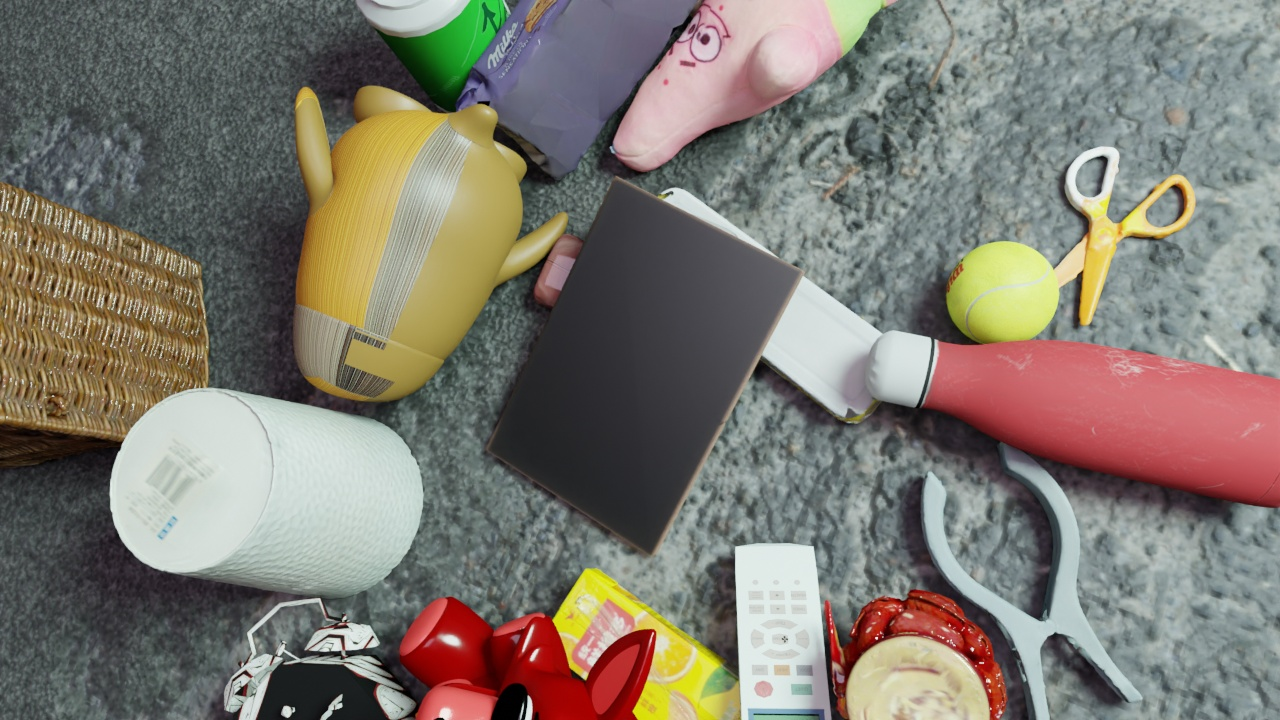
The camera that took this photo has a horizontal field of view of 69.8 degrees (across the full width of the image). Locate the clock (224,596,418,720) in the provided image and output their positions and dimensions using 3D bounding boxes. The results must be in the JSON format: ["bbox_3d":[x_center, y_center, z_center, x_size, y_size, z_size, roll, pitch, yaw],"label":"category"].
[{"bbox_3d":[-0.213,0.230,0.591,0.115,0.065,0.154,-26,76,6],"label":"clock"}]

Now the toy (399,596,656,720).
[{"bbox_3d":[-0.074,0.215,0.501,0.198,0.120,0.158,-16,52,53],"label":"toy"}]

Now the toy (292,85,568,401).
[{"bbox_3d":[-0.166,-0.069,0.632,0.198,0.163,0.203,23,82,-24],"label":"toy"}]

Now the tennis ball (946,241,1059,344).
[{"bbox_3d":[0.225,-0.041,0.571,0.065,0.065,0.065,-3,75,11],"label":"tennis ball"}]

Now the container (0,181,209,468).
[{"bbox_3d":[-0.458,-0.010,0.626,0.183,0.249,0.162,-15,73,18],"label":"container"}]

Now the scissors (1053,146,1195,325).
[{"bbox_3d":[0.291,-0.085,0.596,0.133,0.012,0.097,-42,71,-2],"label":"scissors"}]

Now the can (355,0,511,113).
[{"bbox_3d":[-0.139,-0.242,0.660,0.088,0.140,0.087,-3,75,11],"label":"can"}]

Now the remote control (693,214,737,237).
[{"bbox_3d":[0.013,-0.024,0.614,0.074,0.019,0.151,25,99,18],"label":"remote control"}]

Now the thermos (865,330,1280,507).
[{"bbox_3d":[0.253,0.025,0.536,0.240,0.073,0.073,12,79,10],"label":"thermos"}]

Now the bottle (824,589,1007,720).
[{"bbox_3d":[0.148,0.175,0.508,0.099,0.111,0.099,-1,87,22],"label":"bottle"}]

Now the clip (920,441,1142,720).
[{"bbox_3d":[0.207,0.141,0.550,0.127,0.028,0.167,-20,72,8],"label":"clip"}]

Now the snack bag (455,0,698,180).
[{"bbox_3d":[-0.033,-0.226,0.628,0.206,0.096,0.058,-51,40,17],"label":"snack bag"}]

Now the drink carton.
[{"bbox_3d":[0.006,0.191,0.571,0.134,0.043,0.058,32,85,18],"label":"drink carton"}]

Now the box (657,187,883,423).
[{"bbox_3d":[0.081,-0.041,0.620,0.209,0.033,0.064,39,89,19],"label":"box"}]

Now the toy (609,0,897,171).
[{"bbox_3d":[0.071,-0.222,0.637,0.237,0.097,0.192,-40,40,11],"label":"toy"}]

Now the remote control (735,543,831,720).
[{"bbox_3d":[0.082,0.172,0.541,0.049,0.024,0.143,-1,47,5],"label":"remote control"}]

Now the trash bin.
[{"bbox_3d":[-0.235,0.085,0.586,0.133,0.161,0.133,-3,76,11],"label":"trash bin"}]

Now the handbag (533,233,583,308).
[{"bbox_3d":[-0.013,-0.043,0.646,0.120,0.029,0.055,24,87,12],"label":"handbag"}]

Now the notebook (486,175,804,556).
[{"bbox_3d":[-0.004,0.004,0.605,0.141,0.008,0.209,30,101,17],"label":"notebook"}]
